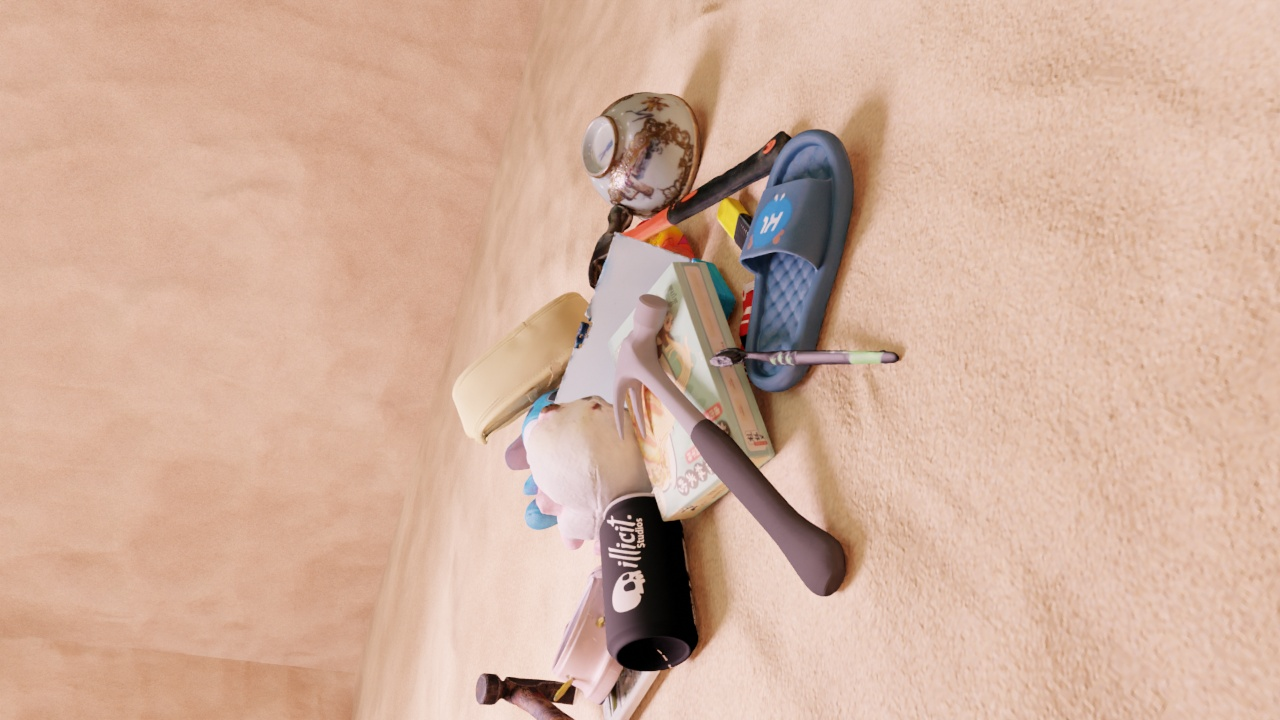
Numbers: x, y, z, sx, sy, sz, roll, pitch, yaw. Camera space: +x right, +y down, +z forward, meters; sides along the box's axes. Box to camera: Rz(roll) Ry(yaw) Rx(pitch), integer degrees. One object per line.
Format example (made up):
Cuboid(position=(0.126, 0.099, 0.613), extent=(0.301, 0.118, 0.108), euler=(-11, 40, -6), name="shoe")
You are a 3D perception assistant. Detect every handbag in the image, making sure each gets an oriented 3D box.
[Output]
Cuboid(position=(-0.147, 0.024, 1.255), extent=(0.088, 0.232, 0.191), euler=(51, 167, 19), name="handbag")

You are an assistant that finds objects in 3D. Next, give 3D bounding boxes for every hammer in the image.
Cuboid(position=(-0.055, 0.376, 0.911), extent=(0.331, 0.120, 0.033), euler=(1, 79, 61), name="hammer")
Cuboid(position=(0.059, 0.072, 0.729), extent=(0.311, 0.029, 0.125), euler=(49, 131, 46), name="hammer")
Cuboid(position=(0.043, -0.158, 0.963), extent=(0.334, 0.033, 0.132), euler=(-23, 40, 53), name="hammer")

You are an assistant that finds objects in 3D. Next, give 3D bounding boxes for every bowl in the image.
Cuboid(position=(-0.014, -0.252, 1.111), extent=(0.160, 0.093, 0.160), euler=(-1, 89, 52), name="bowl")

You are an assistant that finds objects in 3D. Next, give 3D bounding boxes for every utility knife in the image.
Cuboid(position=(0.104, -0.116, 0.871), extent=(0.173, 0.020, 0.029), euler=(-108, 35, -59), name="utility knife")

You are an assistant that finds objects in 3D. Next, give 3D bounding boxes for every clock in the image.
Cuboid(position=(-0.041, 0.270, 0.927), extent=(0.157, 0.059, 0.117), euler=(-76, 11, -81), name="clock")

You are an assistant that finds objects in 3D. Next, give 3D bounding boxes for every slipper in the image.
Cuboid(position=(0.114, -0.081, 0.743), extent=(0.104, 0.059, 0.214), euler=(15, 96, 64), name="slipper")

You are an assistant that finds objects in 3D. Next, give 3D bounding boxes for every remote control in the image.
Cuboid(position=(-0.004, 0.306, 0.885), extent=(0.050, 0.022, 0.134), euler=(-102, 31, -51), name="remote control")

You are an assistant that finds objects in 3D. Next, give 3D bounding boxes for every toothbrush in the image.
Cuboid(position=(0.116, -0.001, 0.690), extent=(0.188, 0.017, 0.014), euler=(0, 116, 55), name="toothbrush")

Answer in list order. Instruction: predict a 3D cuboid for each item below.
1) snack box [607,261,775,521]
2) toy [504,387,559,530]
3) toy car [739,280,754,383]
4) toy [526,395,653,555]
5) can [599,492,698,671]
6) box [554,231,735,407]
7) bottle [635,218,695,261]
Cuboid(position=(0.040, 0.029, 0.831), extent=(0.142, 0.044, 0.193), euler=(-49, 51, 50), name="snack box")
Cuboid(position=(-0.091, 0.109, 1.172), extent=(0.225, 0.099, 0.191), euler=(-43, 39, 33), name="toy")
Cuboid(position=(0.100, -0.025, 0.807), extent=(0.038, 0.025, 0.089), euler=(167, 115, -69), name="toy car")
Cuboid(position=(-0.045, 0.121, 0.921), extent=(0.101, 0.139, 0.180), euler=(-97, 11, -59), name="toy")
Cuboid(position=(0.005, 0.200, 0.838), extent=(0.145, 0.080, 0.080), euler=(-97, 27, -44), name="can")
Cuboid(position=(-0.006, 0.005, 0.958), extent=(0.114, 0.113, 0.244), euler=(-109, 37, -59), name="box")
Cuboid(position=(0.023, -0.124, 1.063), extent=(0.134, 0.048, 0.072), euler=(-114, 43, -61), name="bottle")
